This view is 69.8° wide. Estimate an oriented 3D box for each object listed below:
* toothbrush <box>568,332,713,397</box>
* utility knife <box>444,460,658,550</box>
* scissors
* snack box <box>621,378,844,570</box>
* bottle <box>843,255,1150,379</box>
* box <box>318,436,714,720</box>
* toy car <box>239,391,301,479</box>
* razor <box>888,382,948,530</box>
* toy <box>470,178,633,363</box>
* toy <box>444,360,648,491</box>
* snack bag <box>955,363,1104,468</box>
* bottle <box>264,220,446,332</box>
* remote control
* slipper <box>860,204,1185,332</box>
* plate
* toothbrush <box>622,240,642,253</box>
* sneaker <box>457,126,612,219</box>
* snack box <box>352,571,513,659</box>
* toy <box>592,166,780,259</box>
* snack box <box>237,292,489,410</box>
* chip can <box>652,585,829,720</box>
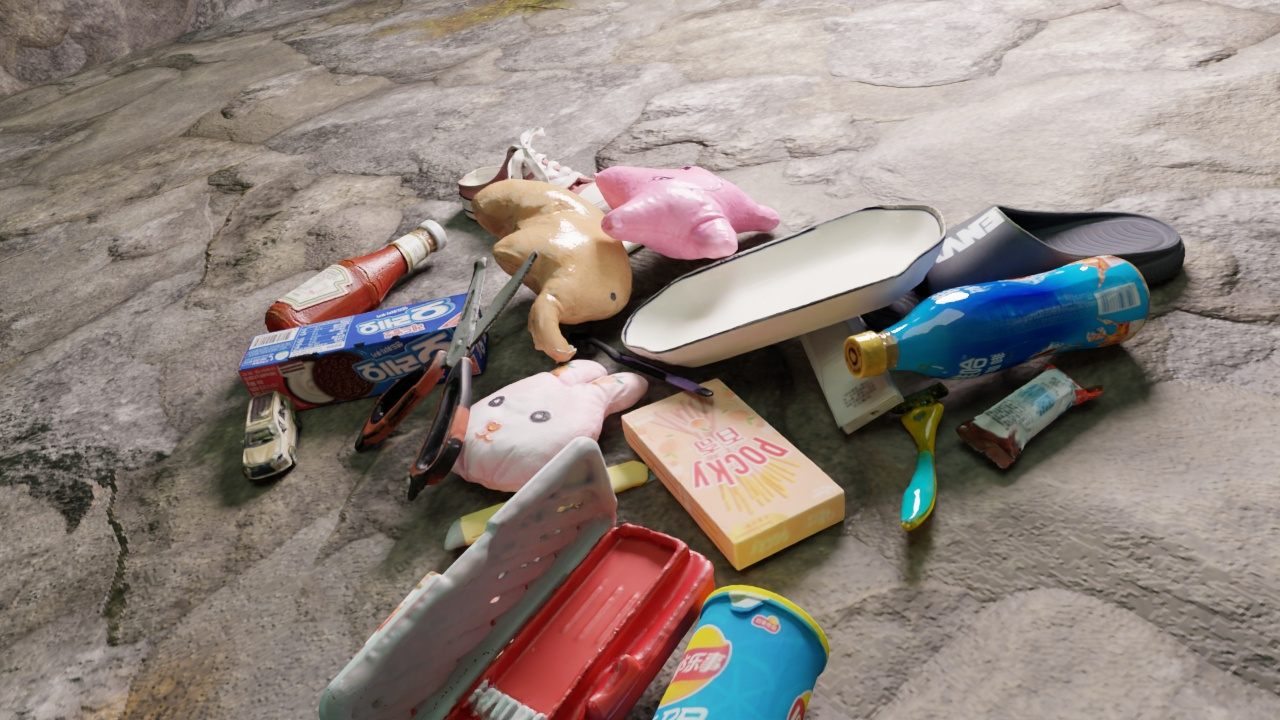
[{"bbox_3d":[-0.004,0.004,0.734,0.014,0.017,0.189,-24,28,-30],"label":"toothbrush"},{"bbox_3d":[-0.052,0.095,0.645,0.178,0.019,0.031,-21,40,-8],"label":"utility knife"},{"bbox_3d":[-0.147,0.007,0.708,0.225,0.015,0.189,-46,36,10],"label":"scissors"},{"bbox_3d":[0.059,0.071,0.630,0.084,0.026,0.157,-21,36,-19],"label":"snack box"},{"bbox_3d":[0.248,-0.023,0.646,0.218,0.065,0.065,-13,35,-12],"label":"bottle"},{"bbox_3d":[-0.051,0.140,0.469,0.095,0.100,0.200,16,46,34],"label":"box"},{"bbox_3d":[-0.308,0.062,0.759,0.042,0.035,0.090,-18,38,-5],"label":"toy car"},{"bbox_3d":[0.181,0.066,0.600,0.043,0.028,0.132,-24,24,32],"label":"razor"},{"bbox_3d":[-0.068,-0.083,0.811,0.143,0.083,0.225,3,38,-26],"label":"toy"},{"bbox_3d":[-0.071,0.043,0.696,0.121,0.054,0.159,13,37,40],"label":"toy"},{"bbox_3d":[0.263,0.033,0.620,0.105,0.026,0.045,-30,48,-20],"label":"snack bag"},{"bbox_3d":[-0.277,-0.079,0.920,0.060,0.060,0.205,16,44,34],"label":"bottle"},{"bbox_3d":[0.154,0.003,0.686,0.049,0.024,0.124,-36,32,17],"label":"remote control"},{"bbox_3d":[0.299,-0.090,0.732,0.268,0.083,0.110,-13,34,-2],"label":"slipper"},{"bbox_3d":[0.112,-0.055,0.732,0.266,0.034,0.161,-19,22,16],"label":"plate"},{"bbox_3d":[-0.017,-0.116,0.923,0.189,0.029,0.020,-35,82,-25],"label":"toothbrush"},{"bbox_3d":[-0.115,-0.192,0.997,0.241,0.088,0.118,17,45,37],"label":"sneaker"},{"bbox_3d":[-0.088,0.178,0.536,0.153,0.025,0.075,12,43,31],"label":"snack box"},{"bbox_3d":[0.026,-0.141,0.856,0.179,0.075,0.194,22,27,20],"label":"toy"},{"bbox_3d":[-0.241,-0.006,0.810,0.207,0.058,0.057,-11,35,3],"label":"snack box"},{"bbox_3d":[0.023,0.206,0.422,0.071,0.071,0.209,8,40,26],"label":"chip can"}]
